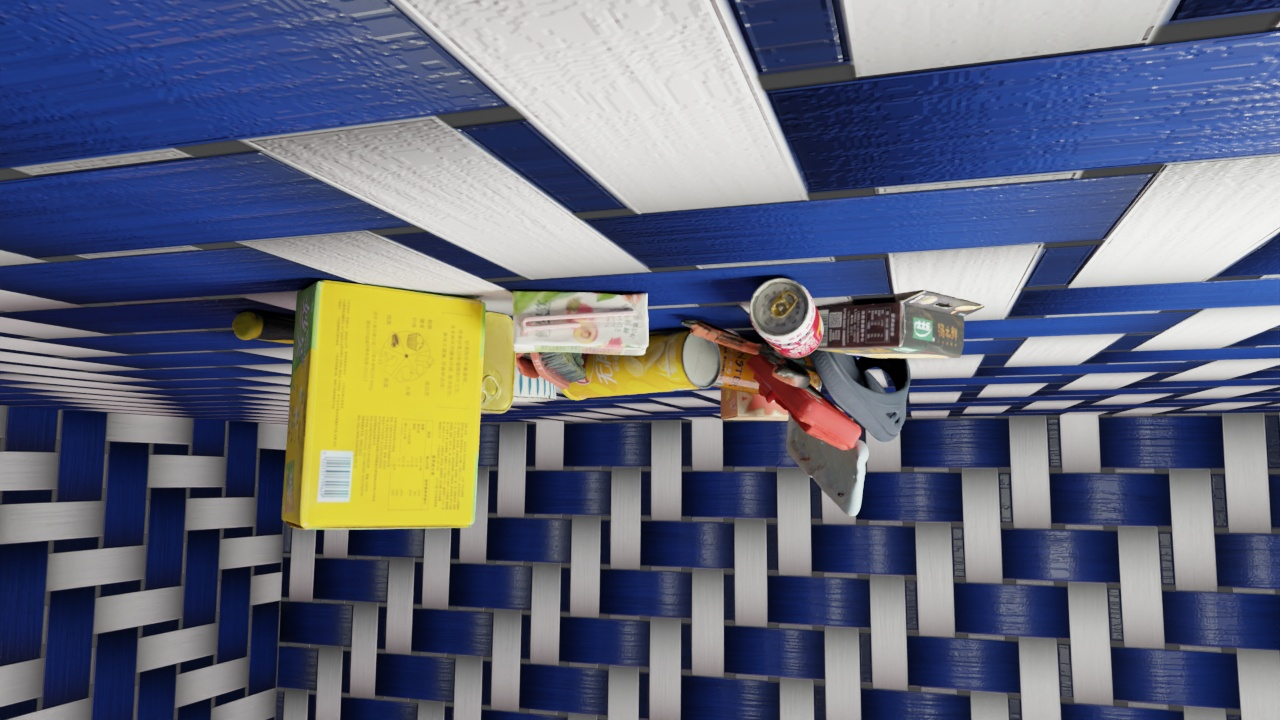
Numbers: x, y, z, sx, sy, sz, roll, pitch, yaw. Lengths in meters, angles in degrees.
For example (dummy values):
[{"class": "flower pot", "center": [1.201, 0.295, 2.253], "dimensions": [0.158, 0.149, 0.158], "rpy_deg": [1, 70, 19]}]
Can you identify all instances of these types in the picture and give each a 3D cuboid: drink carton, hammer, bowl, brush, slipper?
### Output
[{"class": "drink carton", "center": [-0.055, -0.034, 0.826], "dimensions": [0.122, 0.053, 0.045], "rpy_deg": [1, 169, -6]}, {"class": "hammer", "center": [-0.298, -0.021, 1.046], "dimensions": [0.126, 0.032, 0.322], "rpy_deg": [-5, 171, 38]}, {"class": "bowl", "center": [-0.173, 0.022, 1.257], "dimensions": [0.116, 0.066, 0.116], "rpy_deg": [1, 174, 0]}, {"class": "brush", "center": [-0.110, -0.004, 1.050], "dimensions": [0.069, 0.063, 0.146], "rpy_deg": [-14, 171, 6]}, {"class": "slipper", "center": [0.263, 0.019, 1.031], "dimensions": [0.083, 0.110, 0.268], "rpy_deg": [-32, 153, 18]}]

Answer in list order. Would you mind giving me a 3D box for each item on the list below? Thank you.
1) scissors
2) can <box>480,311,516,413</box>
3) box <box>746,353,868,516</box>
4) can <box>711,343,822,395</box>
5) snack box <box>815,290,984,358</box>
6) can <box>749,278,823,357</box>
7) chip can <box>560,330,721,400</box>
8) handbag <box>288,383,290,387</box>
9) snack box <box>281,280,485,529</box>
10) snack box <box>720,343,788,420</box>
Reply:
[{"class": "scissors", "center": [0.140, -0.004, 0.975], "dimensions": [0.225, 0.015, 0.189], "rpy_deg": [17, -168, -32]}, {"class": "can", "center": [-0.178, 0.003, 0.952], "dimensions": [0.083, 0.102, 0.057], "rpy_deg": [-2, 174, 39]}, {"class": "box", "center": [0.185, 0.069, 0.997], "dimensions": [0.074, 0.154, 0.201], "rpy_deg": [-30, -162, -1]}, {"class": "can", "center": [0.144, 0.013, 1.113], "dimensions": [0.146, 0.058, 0.058], "rpy_deg": [10, 172, -9]}, {"class": "snack box", "center": [0.248, -0.031, 0.889], "dimensions": [0.113, 0.053, 0.126], "rpy_deg": [6, 176, -42]}, {"class": "can", "center": [0.130, -0.036, 0.805], "dimensions": [0.053, 0.053, 0.132], "rpy_deg": [-2, 173, 15]}, {"class": "chip can", "center": [-0.007, 0.006, 1.106], "dimensions": [0.214, 0.072, 0.072], "rpy_deg": [-7, 171, 42]}, {"class": "handbag", "center": [-0.299, 0.026, 0.996], "dimensions": [0.131, 0.068, 0.120], "rpy_deg": [9, 158, -44]}, {"class": "snack box", "center": [-0.226, 0.043, 0.819], "dimensions": [0.157, 0.210, 0.070], "rpy_deg": [6, 173, -34]}, {"class": "snack box", "center": [0.158, 0.028, 1.184], "dimensions": [0.092, 0.094, 0.077], "rpy_deg": [2, 173, -11]}]
